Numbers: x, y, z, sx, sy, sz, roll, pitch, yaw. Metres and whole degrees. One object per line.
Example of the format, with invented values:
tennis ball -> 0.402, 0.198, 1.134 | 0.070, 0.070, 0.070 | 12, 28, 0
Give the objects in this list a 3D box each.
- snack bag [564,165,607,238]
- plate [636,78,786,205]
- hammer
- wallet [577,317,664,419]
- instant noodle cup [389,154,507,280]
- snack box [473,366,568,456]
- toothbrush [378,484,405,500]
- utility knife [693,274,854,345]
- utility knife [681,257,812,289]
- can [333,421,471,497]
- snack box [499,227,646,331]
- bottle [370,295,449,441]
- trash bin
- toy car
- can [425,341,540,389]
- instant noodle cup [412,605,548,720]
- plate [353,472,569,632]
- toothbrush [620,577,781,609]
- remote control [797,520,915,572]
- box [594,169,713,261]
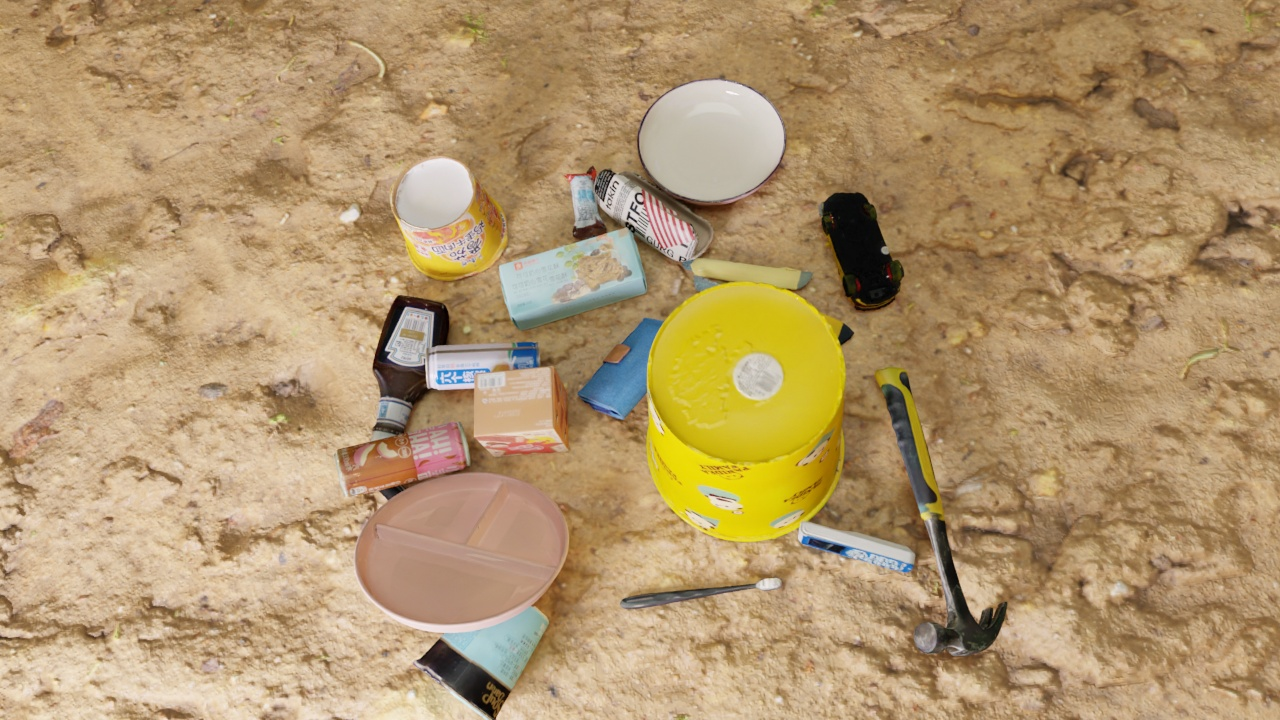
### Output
snack bag -> -0.072, -0.207, 1.198 | 0.045, 0.026, 0.105 | -7, 70, -6
plate -> 0.092, -0.279, 1.196 | 0.192, 0.039, 0.192 | -2, 67, 4
hammer -> 0.313, 0.154, 0.996 | 0.126, 0.032, 0.322 | 12, 56, -31
wallet -> -0.006, 0.006, 1.079 | 0.133, 0.106, 0.040 | -48, 116, -13
instant noodle cup -> -0.248, -0.187, 1.166 | 0.138, 0.110, 0.137 | -2, 69, 5
snack box -> -0.137, 0.061, 1.068 | 0.093, 0.094, 0.077 | -5, 69, 4
toothbrush -> -0.257, 0.185, 1.075 | 0.212, 0.027, 0.026 | 40, 123, 17
utility knife -> 0.159, -0.063, 1.122 | 0.209, 0.015, 0.033 | 21, 74, 11
utility knife -> 0.129, -0.111, 1.144 | 0.167, 0.018, 0.030 | 12, 67, 9
can -> -0.275, 0.114, 1.066 | 0.147, 0.058, 0.058 | -13, 68, -16
snack box -> -0.084, -0.101, 1.146 | 0.175, 0.052, 0.074 | -17, 69, 0
bottle -> -0.291, 0.018, 1.130 | 0.080, 0.044, 0.194 | 11, 72, 0
trash bin -> 0.109, 0.053, 0.958 | 0.230, 0.255, 0.229 | -2, 69, 5
toy car -> 0.269, -0.136, 1.124 | 0.071, 0.041, 0.155 | -16, 70, 0
can -> -0.188, 0.006, 1.102 | 0.134, 0.053, 0.053 | -3, 69, -9
instant noodle cup -> -0.162, 0.306, 0.982 | 0.111, 0.111, 0.120 | 30, 67, 16
plate -> -0.192, 0.205, 0.998 | 0.229, 0.028, 0.229 | 1, 34, -1
toothbrush -> 0.066, 0.257, 1.015 | 0.181, 0.018, 0.015 | -9, 72, 5
remote control -> 0.234, 0.202, 0.999 | 0.125, 0.049, 0.024 | 14, 69, 11
box -> 0.020, -0.189, 1.165 | 0.163, 0.076, 0.087 | 34, 45, 17
